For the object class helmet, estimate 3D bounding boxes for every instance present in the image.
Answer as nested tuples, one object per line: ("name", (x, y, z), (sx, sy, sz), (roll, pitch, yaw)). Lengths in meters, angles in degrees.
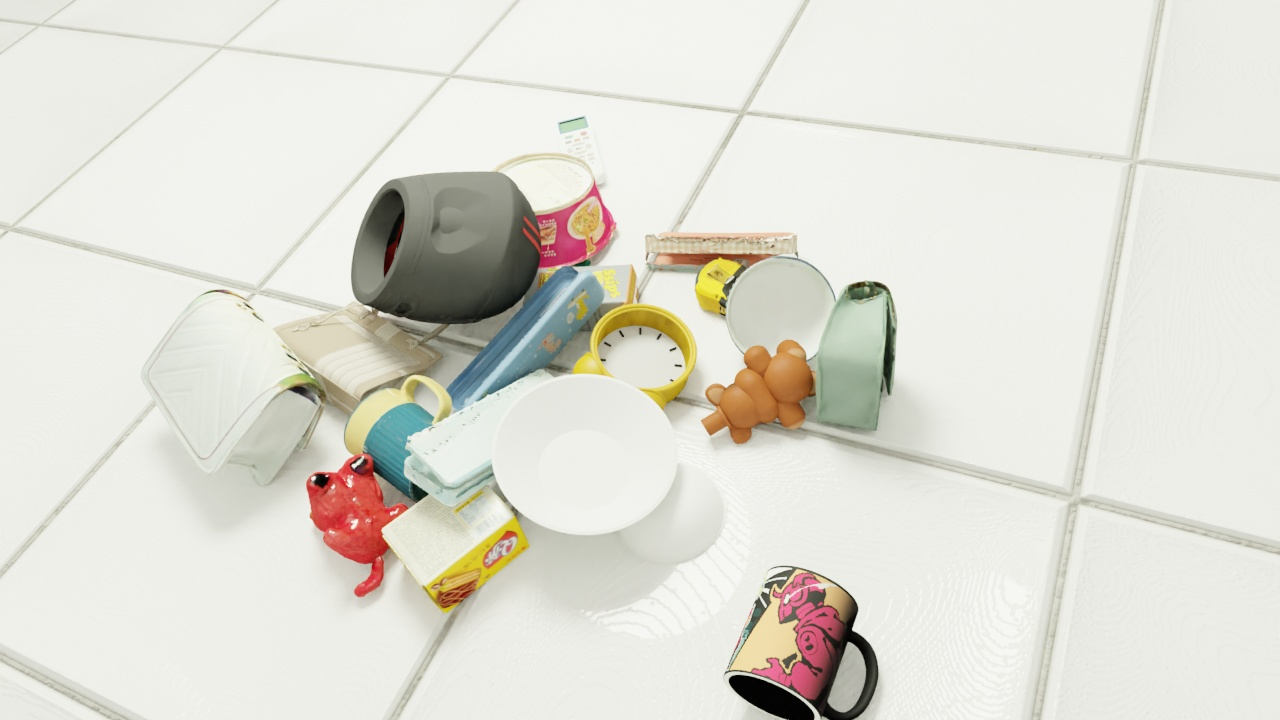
("helmet", (-0.204, -0.122, 1.030), (0.265, 0.169, 0.164), (-18, 67, 54))

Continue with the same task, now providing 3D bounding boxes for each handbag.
("handbag", (0.216, -0.001, 0.903), (0.067, 0.122, 0.105), (10, 53, 19))
("handbag", (-0.303, -0.028, 1.090), (0.176, 0.062, 0.197), (28, 52, 30))
("handbag", (-0.442, 0.026, 1.011), (0.198, 0.096, 0.142), (41, 94, 32))

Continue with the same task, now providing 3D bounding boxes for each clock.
("clock", (-0.006, 0.006, 0.979), (0.113, 0.052, 0.151), (29, 58, 10))

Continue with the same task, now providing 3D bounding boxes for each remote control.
("remote control", (-0.083, -0.286, 1.271), (0.049, 0.024, 0.143), (-14, 51, -1))

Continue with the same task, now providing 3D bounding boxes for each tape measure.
("tape measure", (0.094, -0.087, 1.057), (0.064, 0.037, 0.065), (32, 63, 31))

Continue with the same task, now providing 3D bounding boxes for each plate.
("plate", (-0.053, 0.095, 0.874), (0.174, 0.036, 0.173), (2, 54, -3))

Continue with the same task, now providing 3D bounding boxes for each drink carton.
("drink carton", (-0.067, -0.072, 1.070), (0.125, 0.048, 0.076), (-2, 50, 10))

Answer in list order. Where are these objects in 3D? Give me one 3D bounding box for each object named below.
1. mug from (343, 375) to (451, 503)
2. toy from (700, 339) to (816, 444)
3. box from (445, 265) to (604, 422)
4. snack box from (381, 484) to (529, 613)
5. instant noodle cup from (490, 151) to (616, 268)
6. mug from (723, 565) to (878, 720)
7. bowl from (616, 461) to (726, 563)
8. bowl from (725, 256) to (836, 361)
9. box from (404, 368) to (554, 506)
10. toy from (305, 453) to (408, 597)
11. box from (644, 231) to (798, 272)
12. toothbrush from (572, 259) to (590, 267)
("mug", (-0.234, 0.075, 0.945), (0.107, 0.083, 0.113), (31, 98, 31))
("toy", (0.121, 0.036, 0.937), (0.128, 0.065, 0.095), (-32, 91, 4))
("box", (-0.133, -0.022, 0.993), (0.074, 0.078, 0.209), (37, 80, 23))
("snack box", (-0.176, 0.171, 0.878), (0.105, 0.061, 0.083), (-37, 53, -19))
("instant noodle cup", (-0.124, -0.195, 1.151), (0.178, 0.078, 0.178), (-2, 43, 2))
("mug", (0.140, 0.241, 0.751), (0.118, 0.082, 0.098), (31, 58, 0))
("bowl", (0.025, 0.135, 0.881), (0.110, 0.041, 0.109), (-6, 49, 7))
("bowl", (0.146, -0.053, 0.987), (0.118, 0.118, 0.062), (-15, 8, -1))
("box", (-0.140, 0.075, 0.911), (0.083, 0.066, 0.198), (51, 40, 8))
("toy", (-0.282, 0.170, 0.916), (0.088, 0.094, 0.133), (-12, 70, -35))
("box", (0.096, -0.126, 1.100), (0.188, 0.062, 0.058), (4, 26, 18))
("toothbrush", (-0.145, -0.150, 1.173), (0.190, 0.017, 0.016), (20, 54, 26))
